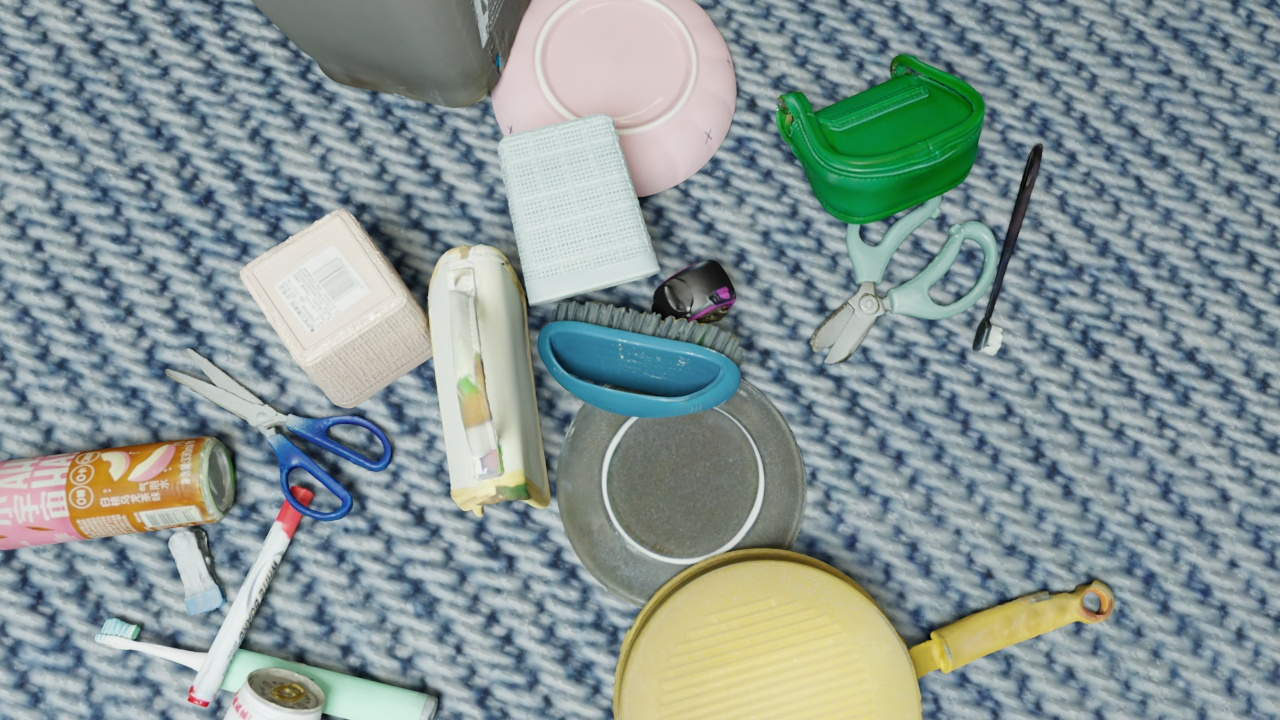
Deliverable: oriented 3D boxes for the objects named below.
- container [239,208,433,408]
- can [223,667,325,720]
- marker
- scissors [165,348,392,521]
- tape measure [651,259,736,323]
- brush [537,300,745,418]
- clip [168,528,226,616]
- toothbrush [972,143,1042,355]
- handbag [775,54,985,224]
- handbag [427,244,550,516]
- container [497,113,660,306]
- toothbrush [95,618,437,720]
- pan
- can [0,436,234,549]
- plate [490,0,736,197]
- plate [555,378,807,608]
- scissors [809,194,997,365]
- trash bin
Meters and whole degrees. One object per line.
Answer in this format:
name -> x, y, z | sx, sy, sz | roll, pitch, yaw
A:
container -> -0.198, -0.034, 0.609 | 0.089, 0.111, 0.090 | -35, 81, -10
can -> -0.240, 0.257, 0.553 | 0.053, 0.053, 0.132 | 24, 90, 2
marker -> -0.251, 0.150, 0.595 | 0.017, 0.017, 0.145 | 18, 63, 1
scissors -> -0.257, 0.051, 0.627 | 0.172, 0.012, 0.132 | 6, 59, -7
tape measure -> 0.039, -0.043, 0.654 | 0.057, 0.057, 0.039 | -25, 80, -19
brush -> -0.004, 0.004, 0.625 | 0.144, 0.055, 0.073 | 12, 52, 12
clip -> -0.295, 0.140, 0.610 | 0.025, 0.032, 0.057 | -17, 82, -6
toothbrush -> 0.285, -0.087, 0.702 | 0.018, 0.016, 0.181 | 20, 77, -5
handbag -> 0.178, -0.171, 0.681 | 0.131, 0.068, 0.120 | -25, 59, -7
handbag -> -0.102, 0.011, 0.571 | 0.063, 0.179, 0.163 | -9, 78, -3
container -> -0.047, -0.101, 0.631 | 0.090, 0.090, 0.111 | -16, 94, -6
toothbrush -> -0.243, 0.205, 0.594 | 0.224, 0.027, 0.027 | 13, 52, 0
pan -> 0.158, 0.205, 0.609 | 0.357, 0.078, 0.197 | -14, 85, -1
can -> -0.348, 0.086, 0.598 | 0.147, 0.058, 0.058 | -7, 77, -5
plate -> -0.019, -0.219, 0.701 | 0.192, 0.039, 0.192 | 1, 77, -4
plate -> 0.029, 0.085, 0.641 | 0.179, 0.024, 0.179 | 1, 76, -3
scissors -> 0.178, -0.070, 0.691 | 0.180, 0.019, 0.143 | -35, 82, -9
trash bin -> -0.175, -0.299, 0.604 | 0.199, 0.220, 0.198 | 16, 75, 13
